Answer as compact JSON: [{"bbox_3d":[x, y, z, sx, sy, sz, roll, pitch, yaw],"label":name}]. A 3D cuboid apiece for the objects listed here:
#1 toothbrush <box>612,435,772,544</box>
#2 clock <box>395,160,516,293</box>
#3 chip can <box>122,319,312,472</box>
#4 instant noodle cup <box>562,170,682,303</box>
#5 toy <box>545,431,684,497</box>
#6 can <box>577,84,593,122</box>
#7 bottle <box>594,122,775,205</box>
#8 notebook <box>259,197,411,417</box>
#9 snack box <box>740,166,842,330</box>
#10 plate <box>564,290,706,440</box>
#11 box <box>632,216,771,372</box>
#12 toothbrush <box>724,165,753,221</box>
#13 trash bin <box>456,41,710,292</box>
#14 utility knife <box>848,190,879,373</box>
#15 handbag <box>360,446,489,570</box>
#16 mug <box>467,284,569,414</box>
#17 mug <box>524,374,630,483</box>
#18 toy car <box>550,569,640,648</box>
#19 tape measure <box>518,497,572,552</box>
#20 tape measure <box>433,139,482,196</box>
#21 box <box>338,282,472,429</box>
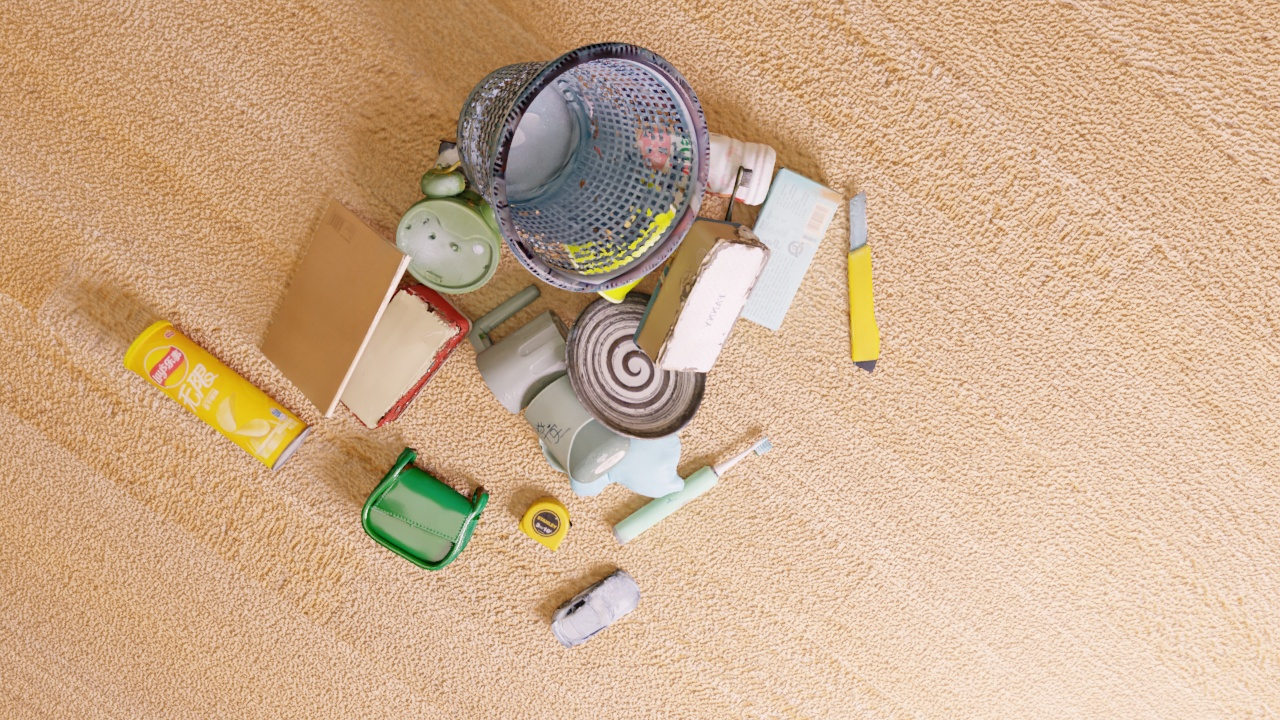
[{"bbox_3d":[0.062,0.156,1.119,0.224,0.026,0.027,-34,73,7],"label":"toothbrush"},{"bbox_3d":[-0.204,-0.151,1.026,0.116,0.056,0.162,26,124,-11],"label":"clock"},{"bbox_3d":[-0.499,0.043,1.088,0.213,0.072,0.072,38,99,-6],"label":"chip can"},{"bbox_3d":[-0.007,-0.143,1.006,0.124,0.111,0.111,-34,99,20],"label":"instant noodle cup"},{"bbox_3d":[-0.024,0.111,1.101,0.156,0.049,0.161,-41,88,14],"label":"toy"},{"bbox_3d":[-0.107,-0.251,1.029,0.135,0.053,0.053,-44,97,9],"label":"can"},{"bbox_3d":[0.048,-0.227,1.024,0.197,0.068,0.068,14,101,0],"label":"bottle"},{"bbox_3d":[-0.356,-0.063,1.053,0.149,0.012,0.212,37,104,29],"label":"notebook"},{"bbox_3d":[0.157,-0.127,1.048,0.074,0.051,0.175,24,101,-1],"label":"snack box"},{"bbox_3d":[-0.006,0.006,1.052,0.179,0.024,0.179,9,70,-26],"label":"plate"},{"bbox_3d":[0.063,-0.063,0.999,0.089,0.061,0.185,5,125,-38],"label":"box"},{"bbox_3d":[0.096,-0.132,1.032,0.017,0.012,0.186,7,125,-9],"label":"toothbrush"},{"bbox_3d":[-0.077,-0.204,0.901,0.226,0.195,0.227,-14,120,-27],"label":"trash bin"},{"bbox_3d":[0.259,-0.090,1.070,0.033,0.015,0.215,-5,103,3],"label":"utility knife"},{"bbox_3d":[-0.262,0.182,1.117,0.131,0.068,0.120,33,93,-4],"label":"handbag"},{"bbox_3d":[-0.136,-0.016,1.070,0.103,0.083,0.124,-33,74,6],"label":"mug"},{"bbox_3d":[-0.076,0.088,1.057,0.106,0.082,0.112,50,130,15],"label":"mug"},{"bbox_3d":[-0.056,0.312,1.149,0.121,0.036,0.054,-35,98,4],"label":"toy car"},{"bbox_3d":[-0.115,0.198,1.130,0.060,0.029,0.057,30,101,-4],"label":"tape measure"},{"bbox_3d":[-0.204,-0.213,1.049,0.066,0.033,0.066,16,103,-1],"label":"tape measure"},{"bbox_3d":[-0.280,-0.003,1.056,0.091,0.076,0.168,43,107,2],"label":"box"}]
